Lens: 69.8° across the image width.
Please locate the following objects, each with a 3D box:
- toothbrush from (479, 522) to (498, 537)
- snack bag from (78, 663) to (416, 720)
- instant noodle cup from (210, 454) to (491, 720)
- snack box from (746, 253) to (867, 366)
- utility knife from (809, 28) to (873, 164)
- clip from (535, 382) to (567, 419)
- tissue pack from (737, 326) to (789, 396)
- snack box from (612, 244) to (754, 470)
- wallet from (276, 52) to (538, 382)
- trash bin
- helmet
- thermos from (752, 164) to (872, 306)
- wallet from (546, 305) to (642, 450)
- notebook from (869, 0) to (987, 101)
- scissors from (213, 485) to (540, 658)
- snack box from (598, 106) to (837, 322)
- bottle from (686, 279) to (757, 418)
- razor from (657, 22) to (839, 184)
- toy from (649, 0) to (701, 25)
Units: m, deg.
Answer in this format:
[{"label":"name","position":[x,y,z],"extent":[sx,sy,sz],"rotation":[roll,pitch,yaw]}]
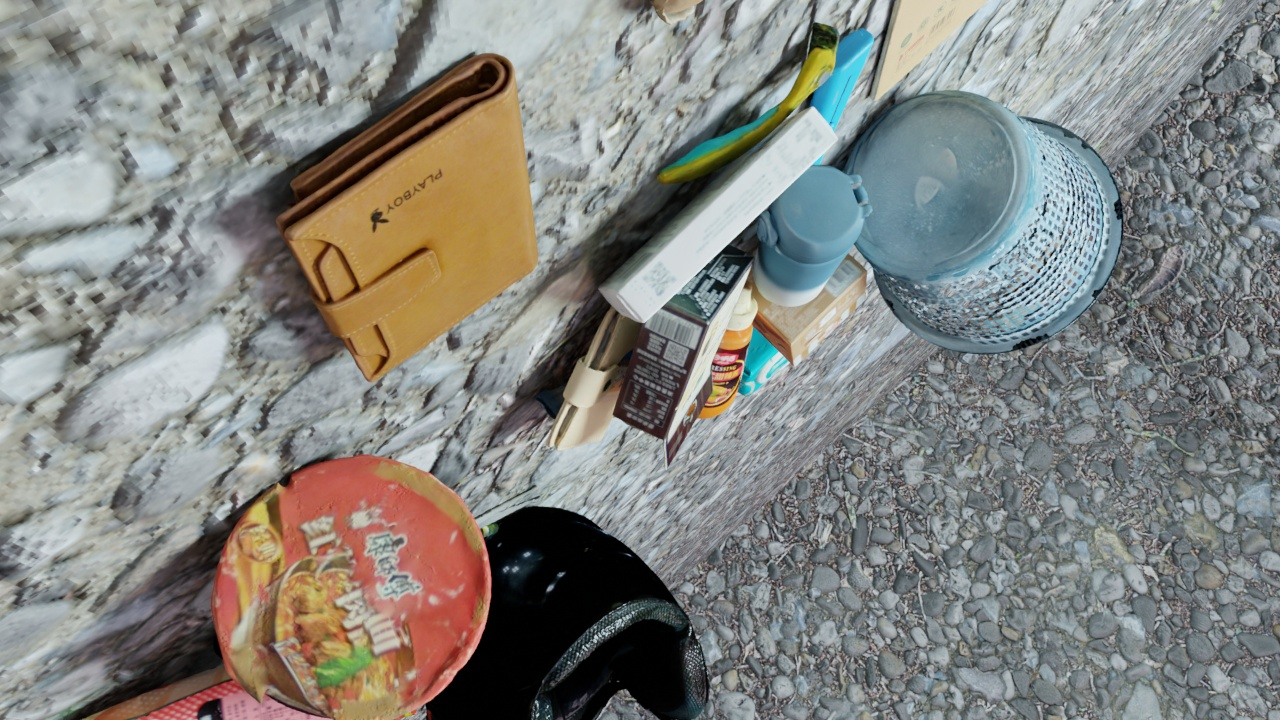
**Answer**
[{"label":"toothbrush","position":[-0.161,0.146,0.720],"extent":[0.012,0.017,0.185],"rotation":[-50,162,13]},{"label":"snack bag","position":[-0.248,0.224,0.574],"extent":[0.207,0.073,0.129],"rotation":[-14,143,-26]},{"label":"instant noodle cup","position":[-0.157,0.133,0.516],"extent":[0.137,0.138,0.109],"rotation":[-36,171,-25]},{"label":"snack box","position":[0.144,-0.061,0.830],"extent":[0.093,0.077,0.094],"rotation":[-44,163,0]},{"label":"utility knife","position":[0.125,-0.156,0.658],"extent":[0.034,0.018,0.203],"rotation":[-39,165,-17]},{"label":"clip","position":[-0.055,0.028,0.674],"extent":[0.026,0.024,0.056],"rotation":[-48,167,24]},{"label":"tissue pack","position":[0.135,-0.019,0.962],"extent":[0.133,0.050,0.093],"rotation":[-42,165,-5]},{"label":"snack box","position":[0.032,-0.008,0.649],"extent":[0.113,0.053,0.126],"rotation":[-52,166,-54]},{"label":"wallet","position":[-0.090,-0.052,0.382],"extent":[0.107,0.031,0.132],"rotation":[-40,162,-19]},{"label":"trash bin","position":[0.274,-0.129,0.784],"extent":[0.227,0.226,0.194],"rotation":[-50,150,19]},{"label":"helmet","position":[-0.086,0.275,0.847],"extent":[0.233,0.230,0.275],"rotation":[-4,139,-44]},{"label":"thermos","position":[0.116,-0.086,0.667],"extent":[0.070,0.070,0.220],"rotation":[-44,173,0]},{"label":"wallet","position":[-0.025,0.010,0.651],"extent":[0.115,0.024,0.087],"rotation":[-62,160,15]},{"label":"notebook","position":[0.218,-0.274,0.602],"extent":[0.147,0.008,0.208],"rotation":[-42,164,-7]},{"label":"scissors","position":[-0.170,0.139,0.607],"extent":[0.234,0.021,0.161],"rotation":[-35,159,7]},{"label":"snack box","position":[0.042,-0.086,0.557],"extent":[0.156,0.027,0.085],"rotation":[-43,-169,-2]},{"label":"bottle","position":[0.067,-0.014,0.804],"extent":[0.066,0.067,0.150],"rotation":[-31,153,-37]},{"label":"razor","position":[0.065,-0.142,0.536],"extent":[0.132,0.028,0.043],"rotation":[-40,167,-8]},{"label":"toy","position":[0.103,-0.211,0.372],"extent":[0.226,0.082,0.143],"rotation":[-46,159,19]}]
